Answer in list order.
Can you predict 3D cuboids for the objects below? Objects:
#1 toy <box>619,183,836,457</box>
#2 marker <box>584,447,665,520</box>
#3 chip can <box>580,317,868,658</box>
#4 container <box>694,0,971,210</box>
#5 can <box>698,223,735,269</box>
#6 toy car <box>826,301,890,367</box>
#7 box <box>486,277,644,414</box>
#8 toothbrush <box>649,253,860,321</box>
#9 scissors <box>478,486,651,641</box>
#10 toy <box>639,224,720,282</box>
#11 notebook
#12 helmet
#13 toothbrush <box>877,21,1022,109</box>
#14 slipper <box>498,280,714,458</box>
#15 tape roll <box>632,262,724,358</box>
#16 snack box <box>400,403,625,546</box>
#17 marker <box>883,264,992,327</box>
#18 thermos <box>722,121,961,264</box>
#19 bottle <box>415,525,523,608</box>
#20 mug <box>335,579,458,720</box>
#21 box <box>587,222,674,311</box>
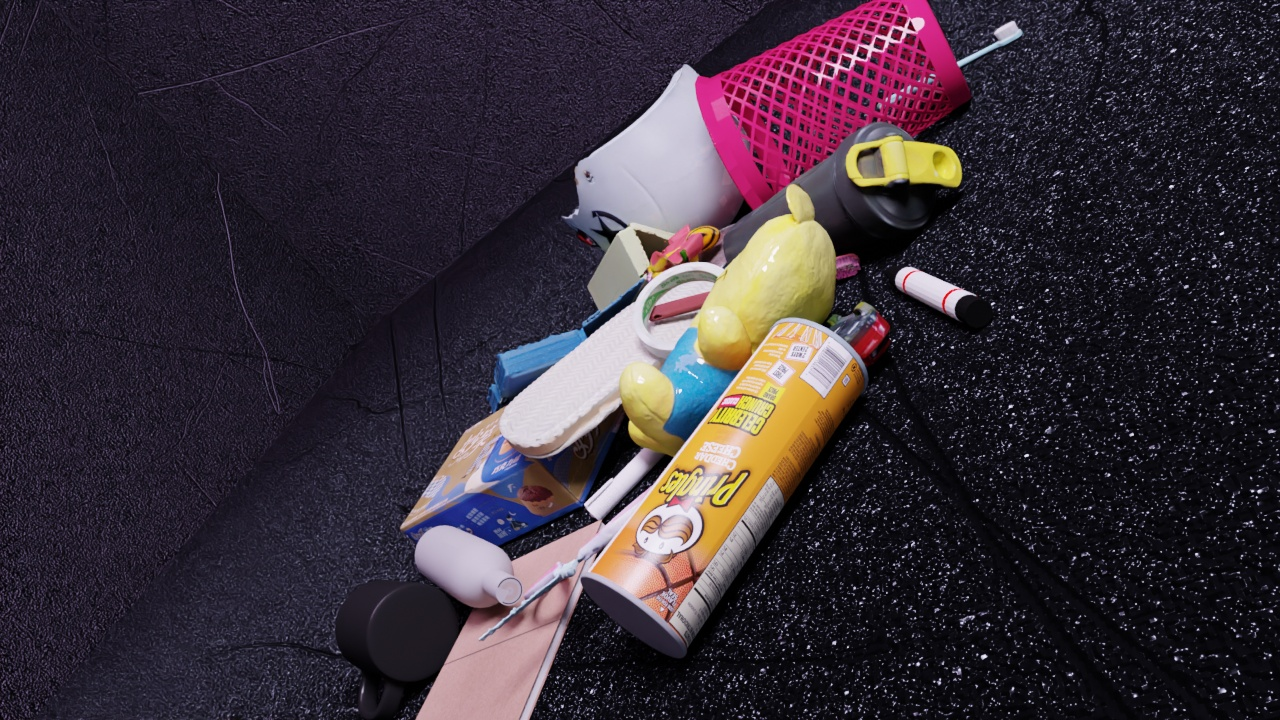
[{"bbox_3d":[0.075,-0.016,0.691,0.214,0.084,0.149,-47,-16,-7],"label":"toy"},{"bbox_3d":[0.005,0.080,0.762,0.133,0.020,0.017,-45,21,-9],"label":"marker"},{"bbox_3d":[0.057,0.074,0.574,0.214,0.075,0.075,-50,19,-24],"label":"chip can"},{"bbox_3d":[0.199,-0.263,0.929,0.226,0.183,0.182,-26,23,23],"label":"container"},{"bbox_3d":[0.073,-0.084,0.961,0.130,0.044,0.129,-38,18,14],"label":"can"},{"bbox_3d":[0.145,-0.013,0.650,0.042,0.036,0.091,-47,7,-11],"label":"toy car"},{"bbox_3d":[-0.080,-0.001,0.992,0.176,0.047,0.232,-30,-6,-16],"label":"box"},{"bbox_3d":[0.096,-0.060,0.798,0.190,0.016,0.016,-14,35,15],"label":"toothbrush"},{"bbox_3d":[-0.041,0.133,0.627,0.172,0.013,0.171,-37,-7,-12],"label":"scissors"},{"bbox_3d":[0.039,-0.105,0.936,0.103,0.046,0.084,-44,3,-20],"label":"toy"},{"bbox_3d":[-0.106,0.219,0.695,0.142,0.008,0.208,-30,21,34],"label":"notebook"},{"bbox_3d":[0.039,-0.208,1.120,0.236,0.163,0.264,-45,-5,-16],"label":"helmet"},{"bbox_3d":[0.331,-0.318,1.003,0.181,0.016,0.016,-22,27,50],"label":"toothbrush"},{"bbox_3d":[-0.005,0.005,0.825,0.272,0.054,0.114,-33,42,-22],"label":"slipper"},{"bbox_3d":[0.040,-0.043,0.789,0.094,0.018,0.093,-12,53,16],"label":"tape roll"},{"bbox_3d":[-0.121,0.101,0.901,0.203,0.069,0.154,-30,21,35],"label":"snack box"},{"bbox_3d":[0.202,-0.050,0.644,0.019,0.019,0.145,-41,18,5],"label":"marker"},{"bbox_3d":[0.163,-0.130,0.805,0.097,0.098,0.221,-53,16,-30],"label":"thermos"},{"bbox_3d":[-0.140,0.175,0.765,0.052,0.052,0.195,-49,18,-20],"label":"bottle"},{"bbox_3d":[-0.210,0.243,0.771,0.088,0.078,0.113,-16,58,54],"label":"mug"},{"bbox_3d":[-0.015,-0.102,1.070,0.090,0.077,0.188,-46,0,-17],"label":"box"}]
